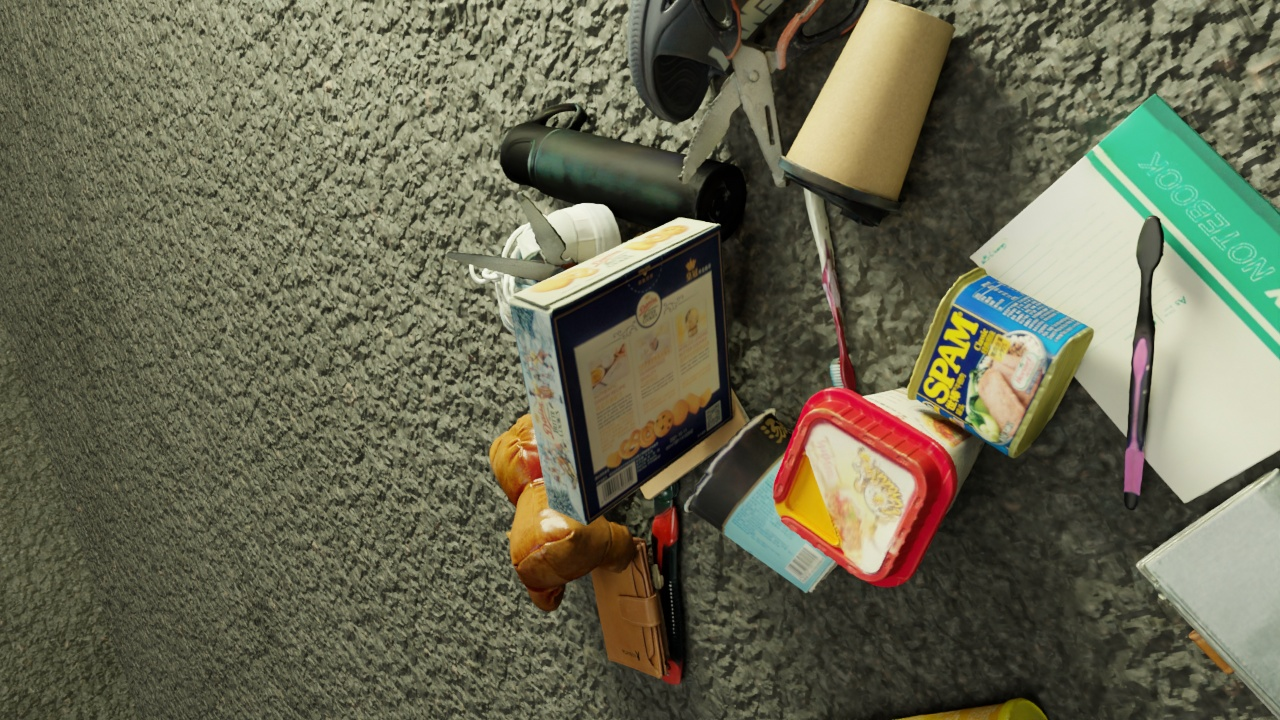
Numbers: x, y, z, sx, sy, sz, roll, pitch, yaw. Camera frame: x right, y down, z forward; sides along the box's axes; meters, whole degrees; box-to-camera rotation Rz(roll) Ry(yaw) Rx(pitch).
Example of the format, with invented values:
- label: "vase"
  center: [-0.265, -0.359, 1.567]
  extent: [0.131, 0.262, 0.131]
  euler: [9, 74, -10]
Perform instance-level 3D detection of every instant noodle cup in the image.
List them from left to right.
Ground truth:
- label: "instant noodle cup"
  center: [0.116, 0.118, 0.738]
  extent: [0.120, 0.111, 0.111]
  euler: [40, 124, 18]
- label: "instant noodle cup"
  center: [0.175, 0.079, 0.653]
  extent: [0.116, 0.124, 0.117]
  euler: [34, 121, 32]

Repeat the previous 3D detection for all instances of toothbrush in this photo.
- label: "toothbrush"
  center: [0.145, -0.063, 0.720]
  extent: [0.017, 0.016, 0.187]
  euler: [-6, 97, 52]
- label: "toothbrush"
  center: [0.313, 0.004, 0.572]
  extent: [0.014, 0.017, 0.189]
  euler: [9, 109, 41]

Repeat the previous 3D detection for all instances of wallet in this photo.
- label: "wallet"
  center: [-0.012, 0.240, 0.910]
  extent: [0.108, 0.031, 0.132]
  euler: [-7, 95, 57]
- label: "wallet"
  center: [0.382, 0.146, 0.545]
  extent: [0.107, 0.036, 0.129]
  euler: [-48, 69, 26]

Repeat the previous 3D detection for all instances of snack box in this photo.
- label: "snack box"
  center: [-0.004, 0.004, 0.701]
  extent: [0.046, 0.177, 0.183]
  euler: [19, 128, 40]

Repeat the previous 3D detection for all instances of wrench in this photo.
- label: "wrench"
  center: [0.028, 0.188, 0.885]
  extent: [0.056, 0.016, 0.273]
  euler: [14, 109, 39]

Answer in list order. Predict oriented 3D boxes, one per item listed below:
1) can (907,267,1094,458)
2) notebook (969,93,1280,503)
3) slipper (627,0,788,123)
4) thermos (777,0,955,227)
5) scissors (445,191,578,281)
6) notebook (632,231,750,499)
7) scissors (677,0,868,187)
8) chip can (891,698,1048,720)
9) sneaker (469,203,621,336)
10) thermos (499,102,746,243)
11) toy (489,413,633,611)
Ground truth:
- label: "can"
  center: [0.238, 0.002, 0.613]
  extent: [0.083, 0.057, 0.102]
  euler: [36, 133, 33]
- label: "notebook"
  center: [0.328, -0.036, 0.566]
  extent: [0.209, 0.012, 0.151]
  euler: [55, 129, 18]
- label: "slipper"
  center: [0.067, -0.301, 0.670]
  extent: [0.083, 0.110, 0.269]
  euler: [30, 116, 30]
- label: "thermos"
  center: [0.159, -0.170, 0.638]
  extent: [0.093, 0.092, 0.143]
  euler: [33, 112, 32]
- label: "scissors"
  center: [-0.046, -0.059, 0.766]
  extent: [0.233, 0.221, 0.021]
  euler: [98, 166, -54]
- label: "notebook"
  center: [0.005, 0.007, 0.855]
  extent: [0.148, 0.008, 0.207]
  euler: [-42, 68, 38]
- label: "scissors"
  center: [0.082, -0.227, 0.661]
  extent: [0.223, 0.189, 0.015]
  euler: [-50, 26, 18]
- label: "chip can"
  center: [0.211, 0.314, 0.714]
  extent: [0.214, 0.071, 0.072]
  euler: [-31, 80, 42]
- label: "sneaker"
  center: [-0.104, -0.069, 0.852]
  extent: [0.243, 0.090, 0.089]
  euler: [-36, 70, 61]
- label: "thermos"
  center: [-0.020, -0.173, 0.809]
  extent: [0.243, 0.068, 0.090]
  euler: [24, 93, 36]
- label: "toy"
  center: [-0.081, 0.130, 0.895]
  extent: [0.140, 0.130, 0.199]
  euler: [-31, 56, 10]
